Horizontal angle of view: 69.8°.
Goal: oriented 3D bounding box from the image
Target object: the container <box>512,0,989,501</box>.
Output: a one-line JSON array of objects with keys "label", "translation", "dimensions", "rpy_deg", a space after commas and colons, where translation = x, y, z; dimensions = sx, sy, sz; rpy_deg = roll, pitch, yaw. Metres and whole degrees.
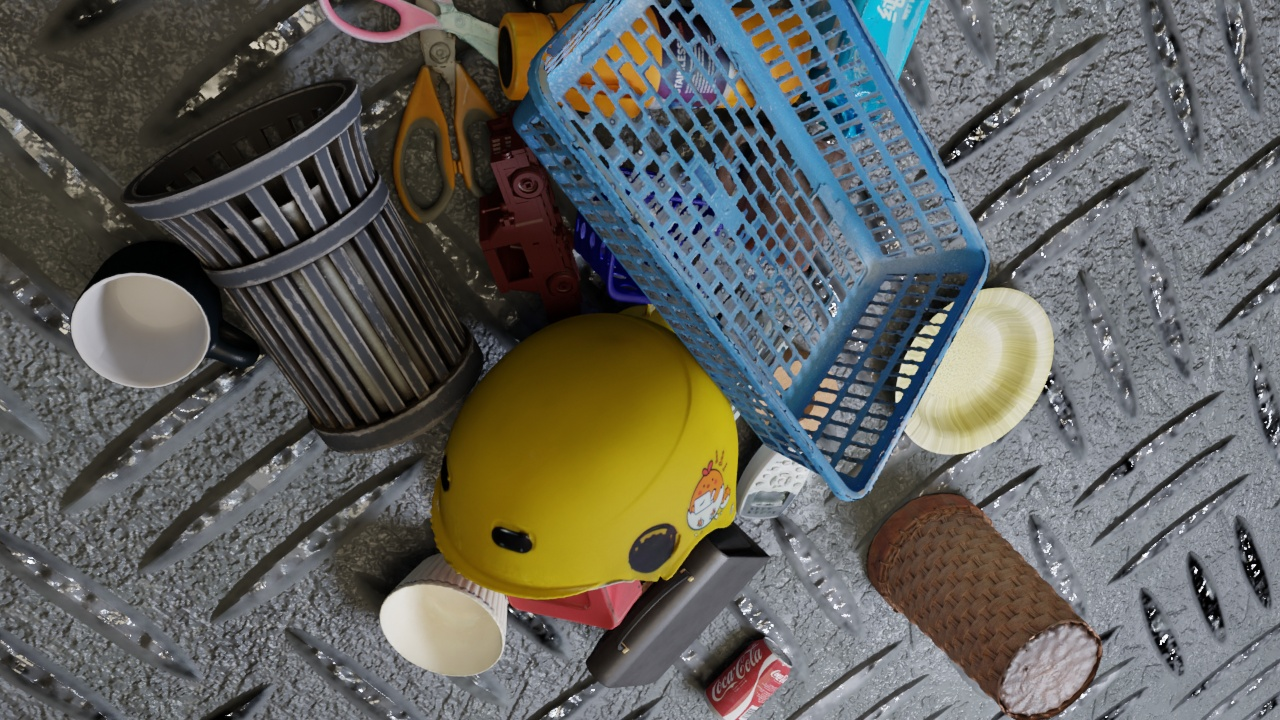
[{"label": "container", "translation": [0.085, -0.112, 0.630], "dimensions": [0.362, 0.089, 0.256], "rpy_deg": [50, 61, -25]}]

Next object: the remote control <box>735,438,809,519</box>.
[{"label": "remote control", "translation": [0.133, 0.116, 0.912], "dimensions": [0.060, 0.028, 0.115], "rpy_deg": [5, 133, -19]}]

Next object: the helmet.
[{"label": "helmet", "translation": [-0.038, 0.050, 0.669], "dimensions": [0.239, 0.209, 0.140], "rpy_deg": [-25, 137, -37]}]

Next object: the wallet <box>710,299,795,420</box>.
[{"label": "wallet", "translation": [0.085, 0.013, 0.828], "dimensions": [0.132, 0.054, 0.100], "rpy_deg": [-56, 160, 9]}]

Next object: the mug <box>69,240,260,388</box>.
[{"label": "mug", "translation": [-0.335, -0.029, 0.666], "dimensions": [0.121, 0.094, 0.085], "rpy_deg": [30, 101, -28]}]

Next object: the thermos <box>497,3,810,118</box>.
[{"label": "thermos", "translation": [0.014, -0.227, 0.693], "dimensions": [0.232, 0.091, 0.076], "rpy_deg": [-6, 118, -20]}]

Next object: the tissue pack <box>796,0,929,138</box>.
[{"label": "tissue pack", "translation": [0.175, -0.280, 0.719], "dimensions": [0.066, 0.117, 0.210], "rpy_deg": [12, 109, -18]}]

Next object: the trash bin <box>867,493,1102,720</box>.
[{"label": "trash bin", "translation": [0.359, 0.256, 0.970], "dimensions": [0.151, 0.210, 0.151], "rpy_deg": [-7, 114, -16]}]

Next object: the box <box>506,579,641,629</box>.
[{"label": "box", "translation": [-0.073, 0.147, 0.809], "dimensions": [0.137, 0.126, 0.157], "rpy_deg": [-10, 118, 15]}]

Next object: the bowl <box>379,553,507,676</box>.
[{"label": "bowl", "translation": [-0.172, 0.226, 0.840], "dimensions": [0.115, 0.062, 0.115], "rpy_deg": [5, 122, 8]}]

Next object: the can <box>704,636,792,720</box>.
[{"label": "can", "translation": [0.121, 0.358, 1.023], "dimensions": [0.096, 0.054, 0.054], "rpy_deg": [-47, 119, 5]}]

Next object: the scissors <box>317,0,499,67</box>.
[{"label": "scissors", "translation": [-0.137, -0.263, 0.664], "dimensions": [0.178, 0.016, 0.101], "rpy_deg": [13, 99, -29]}]

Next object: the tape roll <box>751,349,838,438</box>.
[{"label": "tape roll", "translation": [0.146, 0.037, 0.901], "dimensions": [0.094, 0.027, 0.094], "rpy_deg": [-7, 115, -16]}]

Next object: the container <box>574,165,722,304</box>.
[{"label": "container", "translation": [0.001, -0.103, 0.738], "dimensions": [0.084, 0.113, 0.085], "rpy_deg": [4, 112, -21]}]

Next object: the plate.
[{"label": "plate", "translation": [0.336, 0.007, 0.949], "dimensions": [0.184, 0.036, 0.185], "rpy_deg": [-7, 116, -16]}]

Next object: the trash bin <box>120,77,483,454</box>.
[{"label": "trash bin", "translation": [-0.222, -0.058, 0.659], "dimensions": [0.164, 0.164, 0.227], "rpy_deg": [-28, 123, -6]}]

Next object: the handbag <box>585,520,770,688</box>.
[{"label": "handbag", "translation": [0.022, 0.229, 0.853], "dimensions": [0.176, 0.072, 0.195], "rpy_deg": [-49, 163, 6]}]

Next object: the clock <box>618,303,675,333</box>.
[{"label": "clock", "translation": [-0.005, 0.005, 0.811], "dimensions": [0.083, 0.057, 0.119], "rpy_deg": [30, 121, -22]}]

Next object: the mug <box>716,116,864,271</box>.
[{"label": "mug", "translation": [0.112, -0.144, 0.771], "dimensions": [0.122, 0.096, 0.110], "rpy_deg": [16, 103, -28]}]

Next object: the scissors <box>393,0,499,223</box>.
[{"label": "scissors", "translation": [-0.139, -0.218, 0.695], "dimensions": [0.113, 0.016, 0.229], "rpy_deg": [-6, 113, -18]}]

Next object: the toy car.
[{"label": "toy car", "translation": [-0.090, -0.105, 0.711], "dimensions": [0.062, 0.070, 0.170], "rpy_deg": [-12, 137, 4]}]
